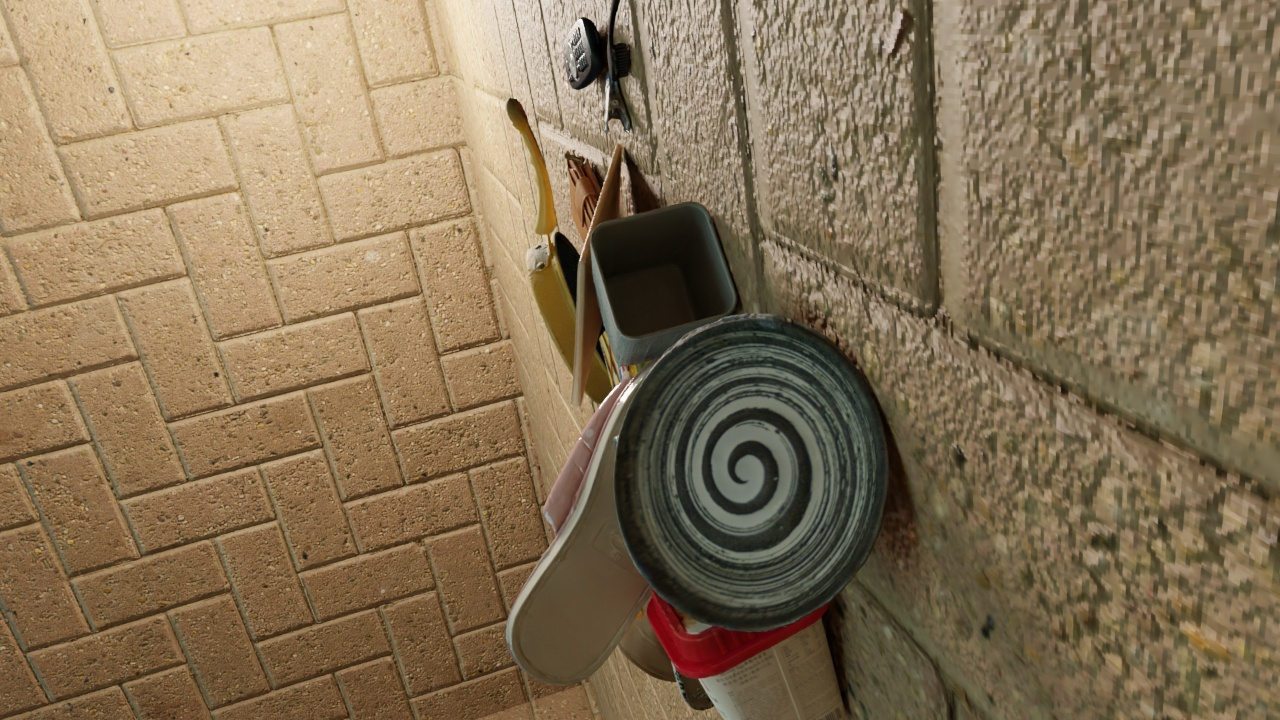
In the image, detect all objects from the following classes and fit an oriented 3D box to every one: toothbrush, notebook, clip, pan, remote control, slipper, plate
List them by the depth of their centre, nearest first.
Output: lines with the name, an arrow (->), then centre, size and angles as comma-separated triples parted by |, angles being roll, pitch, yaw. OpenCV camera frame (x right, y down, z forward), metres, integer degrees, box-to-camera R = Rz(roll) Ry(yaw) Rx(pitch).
plate -> 0.060, 0.062, 0.526 | 0.024, 0.180, 0.179 | 15, -131, -52
slipper -> -0.014, 0.117, 0.703 | 0.274, 0.114, 0.054 | -62, 15, -6
toothbrush -> -0.017, -0.307, 0.714 | 0.014, 0.017, 0.190 | -117, 20, -43
clip -> -0.026, -0.229, 0.822 | 0.024, 0.028, 0.057 | 122, 142, -73
notebook -> -0.037, -0.083, 0.830 | 0.211, 0.012, 0.150 | -79, -5, -51
remote control -> -0.051, -0.287, 0.861 | 0.136, 0.024, 0.053 | -151, 46, -76
pan -> -0.080, -0.106, 0.961 | 0.197, 0.078, 0.357 | -106, -11, -51

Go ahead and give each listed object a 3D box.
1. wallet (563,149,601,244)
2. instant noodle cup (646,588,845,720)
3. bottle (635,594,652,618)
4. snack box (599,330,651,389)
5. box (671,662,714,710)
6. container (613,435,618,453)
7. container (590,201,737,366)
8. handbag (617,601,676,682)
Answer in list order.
wallet -> -0.052, -0.159, 1.013 | 0.119, 0.035, 0.130 | 81, 168, -55
instant noodle cup -> 0.081, 0.206, 0.654 | 0.124, 0.116, 0.116 | 67, 171, -18
bottle -> 0.004, 0.183, 0.850 | 0.063, 0.063, 0.108 | 91, -161, -53
snack box -> -0.005, 0.005, 0.853 | 0.141, 0.033, 0.087 | 144, 112, -75
box -> 0.065, 0.239, 0.812 | 0.075, 0.085, 0.162 | -133, 27, -75
container -> 0.050, 0.092, 0.633 | 0.090, 0.111, 0.090 | -127, 26, -62
container -> 0.011, -0.051, 0.702 | 0.114, 0.090, 0.090 | 110, 144, -75
handbag -> 0.021, 0.232, 0.945 | 0.147, 0.100, 0.204 | 35, -166, -37
